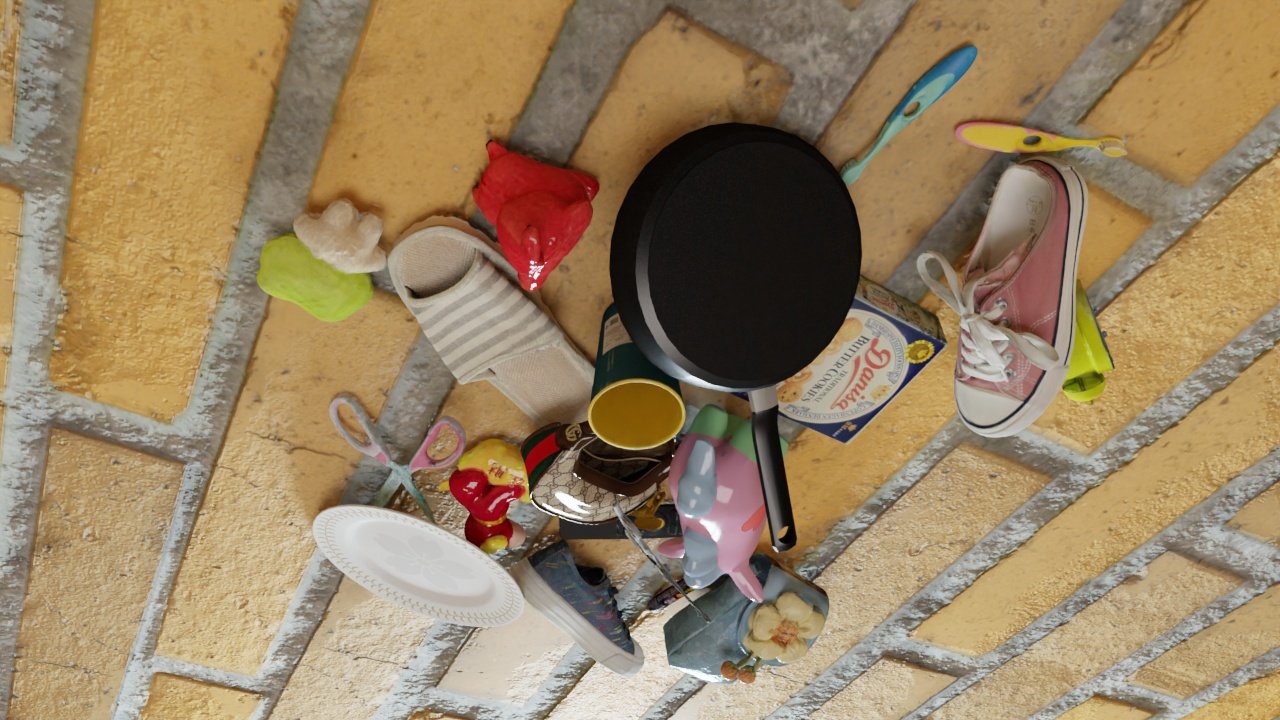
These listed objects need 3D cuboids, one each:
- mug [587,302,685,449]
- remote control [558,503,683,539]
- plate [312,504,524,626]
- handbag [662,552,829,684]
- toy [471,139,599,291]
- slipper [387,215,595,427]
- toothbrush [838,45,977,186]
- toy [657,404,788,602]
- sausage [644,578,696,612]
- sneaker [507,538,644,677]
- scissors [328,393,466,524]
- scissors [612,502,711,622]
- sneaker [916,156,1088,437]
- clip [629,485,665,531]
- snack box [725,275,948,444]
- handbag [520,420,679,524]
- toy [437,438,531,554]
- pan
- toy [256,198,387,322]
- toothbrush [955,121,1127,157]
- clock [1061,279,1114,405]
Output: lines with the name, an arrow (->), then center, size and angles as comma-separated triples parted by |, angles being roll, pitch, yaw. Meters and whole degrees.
mug -> -0.005, 0.005, 0.774 | 0.078, 0.121, 0.078 | -1, 132, -1
remote control -> -0.011, 0.171, 0.986 | 0.152, 0.020, 0.041 | 0, 110, -2
plate -> -0.238, 0.221, 0.993 | 0.242, 0.016, 0.243 | 12, 141, 10
handbag -> 0.119, 0.311, 1.049 | 0.121, 0.118, 0.192 | 36, 116, -29
toy -> -0.091, -0.105, 0.679 | 0.094, 0.132, 0.088 | 31, 114, -14
slipper -> -0.114, -0.013, 0.805 | 0.115, 0.053, 0.273 | -19, 132, 23
toothbrush -> 0.197, -0.182, 0.688 | 0.022, 0.017, 0.135 | 30, 122, -24
toy -> 0.072, 0.136, 0.865 | 0.120, 0.171, 0.222 | 22, 178, 24
sausage -> 0.059, 0.259, 1.067 | 0.020, 0.020, 0.156 | 36, 122, -28
sneaker -> -0.057, 0.282, 1.061 | 0.079, 0.087, 0.235 | -43, 126, -5
scissors -> -0.244, 0.092, 0.897 | 0.168, 0.014, 0.171 | 34, 127, -10
scissors -> 0.014, 0.196, 0.906 | 0.014, 0.141, 0.175 | -40, 125, -11
sneaker -> 0.287, -0.039, 0.731 | 0.087, 0.118, 0.241 | -18, 121, -33
clip -> 0.004, 0.150, 0.949 | 0.045, 0.048, 0.054 | 10, 172, -29
snack box -> 0.171, -0.006, 0.822 | 0.145, 0.042, 0.145 | 23, 126, -20
handbag -> -0.029, 0.099, 0.880 | 0.139, 0.063, 0.166 | -32, 143, 22
toy -> -0.153, 0.139, 0.932 | 0.105, 0.067, 0.138 | 12, 122, -3
pan -> 0.093, -0.004, 0.713 | 0.203, 0.044, 0.356 | -18, 108, -18
toy -> -0.253, -0.084, 0.744 | 0.092, 0.043, 0.118 | 31, 121, -22
toothbrush -> 0.307, -0.168, 0.700 | 0.135, 0.016, 0.021 | 4, 132, -5
clock -> 0.374, -0.014, 0.794 | 0.057, 0.083, 0.119 | -22, 125, 24
